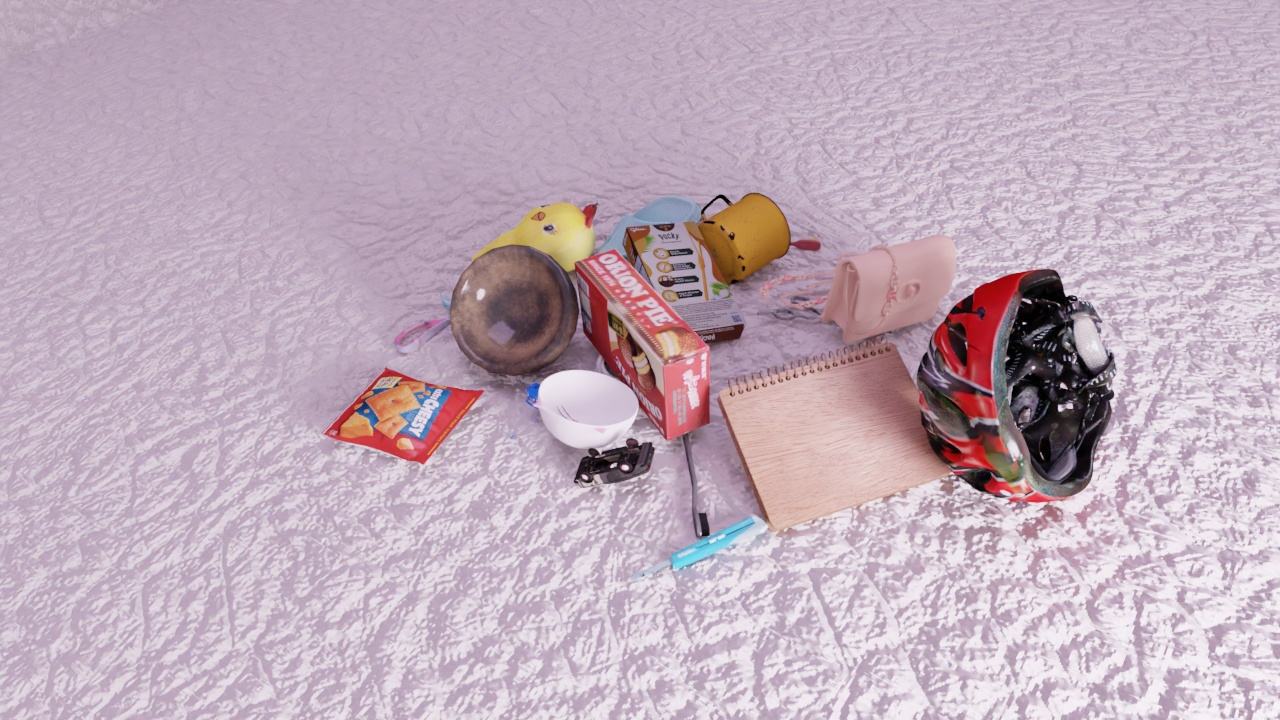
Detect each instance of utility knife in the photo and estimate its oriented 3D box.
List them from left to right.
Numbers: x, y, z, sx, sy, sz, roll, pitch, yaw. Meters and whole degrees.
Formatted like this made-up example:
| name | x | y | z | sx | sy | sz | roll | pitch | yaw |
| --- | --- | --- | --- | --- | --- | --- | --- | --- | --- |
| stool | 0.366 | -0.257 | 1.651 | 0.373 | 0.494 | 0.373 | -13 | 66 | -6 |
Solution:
| name | x | y | z | sx | sy | sz | roll | pitch | yaw |
| --- | --- | --- | --- | --- | --- | --- | --- | --- | --- |
| utility knife | 0.058 | 0.191 | 0.912 | 0.148 | 0.015 | 0.022 | -22 | 39 | -15 |

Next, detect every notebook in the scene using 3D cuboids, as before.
| name | x | y | z | sx | sy | sz | roll | pitch | yaw |
| --- | --- | --- | --- | --- | --- | --- | --- | --- | --- |
| notebook | 0.204 | 0.072 | 0.977 | 0.210 | 0.022 | 0.169 | -15 | 67 | -12 |

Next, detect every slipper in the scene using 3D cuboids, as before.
| name | x | y | z | sx | sy | sz | roll | pitch | yaw |
| --- | --- | --- | --- | --- | --- | --- | --- | --- | --- |
| slipper | 0.008 | -0.182 | 1.330 | 0.116 | 0.070 | 0.275 | 12 | 42 | 25 |

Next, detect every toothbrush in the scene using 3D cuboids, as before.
| name | x | y | z | sx | sy | sz | roll | pitch | yaw |
| --- | --- | --- | --- | --- | --- | --- | --- | --- | --- |
| toothbrush | 0.056 | 0.126 | 0.992 | 0.013 | 0.013 | 0.167 | 0 | 39 | -7 |
| toothbrush | 0.172 | -0.177 | 1.344 | 0.184 | 0.015 | 0.015 | 6 | 38 | 15 |

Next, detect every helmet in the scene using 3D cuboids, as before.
| name | x | y | z | sx | sy | sz | roll | pitch | yaw |
| --- | --- | --- | --- | --- | --- | --- | --- | --- | --- |
| helmet | 0.374 | 0.030 | 0.925 | 0.167 | 0.217 | 0.271 | -16 | 15 | 41 |

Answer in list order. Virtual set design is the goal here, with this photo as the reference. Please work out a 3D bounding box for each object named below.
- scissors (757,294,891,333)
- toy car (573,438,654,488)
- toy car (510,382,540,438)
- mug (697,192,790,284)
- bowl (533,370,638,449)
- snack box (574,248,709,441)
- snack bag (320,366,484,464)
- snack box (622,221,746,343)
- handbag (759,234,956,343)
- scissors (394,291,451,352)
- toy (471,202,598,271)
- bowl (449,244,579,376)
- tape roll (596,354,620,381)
| name | x | y | z | sx | sy | sz | roll | pitch | yaw |
| --- | --- | --- | --- | --- | --- | --- | --- | --- | --- |
| scissors | 0.237 | -0.052 | 1.182 | 0.120 | 0.014 | 0.160 | -24 | 40 | -36 |
| toy car | -0.026 | 0.114 | 0.987 | 0.092 | 0.037 | 0.040 | -17 | 34 | 28 |
| toy car | -0.113 | 0.060 | 1.093 | 0.033 | 0.062 | 0.091 | 29 | 21 | 38 |
| mug | 0.131 | -0.176 | 1.271 | 0.094 | 0.101 | 0.123 | -32 | 75 | -26 |
| bowl | -0.062 | 0.062 | 1.040 | 0.114 | 0.051 | 0.114 | 9 | 29 | -5 |
| snack box | -0.001 | -0.024 | 1.070 | 0.060 | 0.113 | 0.236 | -20 | 41 | -18 |
| snack bag | -0.279 | 0.064 | 1.084 | 0.144 | 0.039 | 0.130 | 12 | 42 | 21 |
| snack box | 0.054 | -0.103 | 1.199 | 0.101 | 0.032 | 0.185 | -8 | 54 | -21 |
| handbag | 0.272 | -0.123 | 1.165 | 0.198 | 0.117 | 0.187 | -16 | 43 | -23 |
| scissors | -0.244 | -0.049 | 1.239 | 0.175 | 0.013 | 0.170 | 21 | 42 | 30 |
| toy | -0.150 | -0.163 | 1.312 | 0.208 | 0.092 | 0.133 | -15 | 33 | 3 |
| bowl | -0.151 | -0.059 | 1.147 | 0.162 | 0.070 | 0.162 | -2 | 82 | 15 |
| tape roll | -0.007 | 0.007 | 1.139 | 0.094 | 0.018 | 0.093 | -3 | 40 | 2 |
